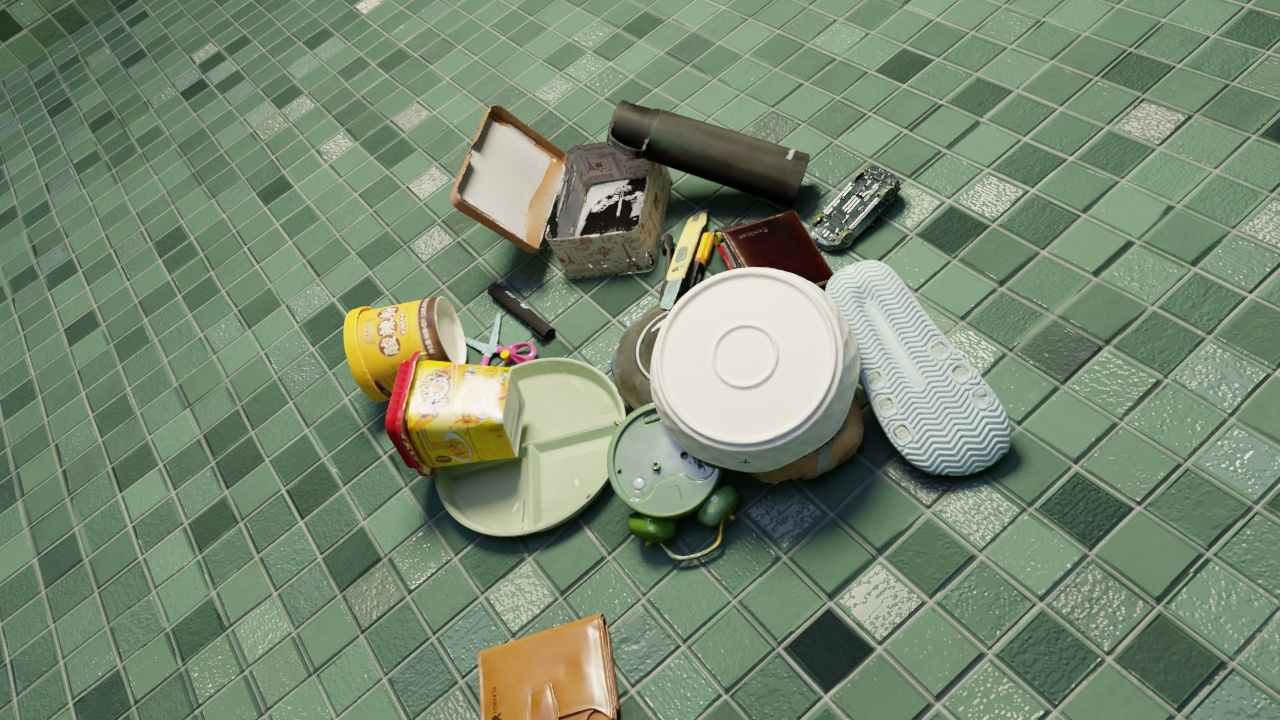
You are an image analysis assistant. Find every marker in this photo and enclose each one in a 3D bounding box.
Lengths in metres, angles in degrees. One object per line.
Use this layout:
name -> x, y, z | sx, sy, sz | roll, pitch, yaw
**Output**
marker -> -0.153, -0.062, 1.167 | 0.022, 0.020, 0.132 | -50, 53, -2
marker -> 0.070, -0.106, 1.111 | 0.015, 0.018, 0.123 | 1, 56, 28

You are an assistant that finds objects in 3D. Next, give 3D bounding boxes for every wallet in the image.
wallet -> 0.161, -0.118, 1.060 | 0.096, 0.020, 0.122 | -15, 55, -13
wallet -> -0.086, 0.308, 0.851 | 0.131, 0.035, 0.119 | -19, 44, 8

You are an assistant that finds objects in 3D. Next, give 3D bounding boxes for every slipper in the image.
slipper -> 0.262, 0.010, 0.905 | 0.104, 0.074, 0.245 | -30, 66, 6

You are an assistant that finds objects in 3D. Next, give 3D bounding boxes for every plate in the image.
plate -> -0.122, 0.096, 1.028 | 0.230, 0.027, 0.229 | -11, 51, 13
plate -> 0.103, 0.001, 0.874 | 0.205, 0.045, 0.204 | -6, 70, 16
plate -> 0.052, -0.012, 1.006 | 0.179, 0.024, 0.179 | -10, 50, 12

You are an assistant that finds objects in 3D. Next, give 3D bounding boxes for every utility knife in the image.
utility knife -> 0.053, -0.123, 1.110 | 0.031, 0.021, 0.207 | -15, 40, 30

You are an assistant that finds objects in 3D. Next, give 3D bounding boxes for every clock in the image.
clock -> 0.033, 0.118, 0.914 | 0.116, 0.056, 0.161 | -19, 69, 9

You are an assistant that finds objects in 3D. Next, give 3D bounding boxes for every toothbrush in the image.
toothbrush -> 0.034, -0.074, 1.098 | 0.026, 0.027, 0.212 | 17, 48, -20

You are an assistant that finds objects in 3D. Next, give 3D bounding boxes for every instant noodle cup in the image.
instant noodle cup -> -0.284, -0.019, 1.124 | 0.114, 0.118, 0.118 | -14, 50, 8
instant noodle cup -> -0.197, 0.059, 1.003 | 0.124, 0.116, 0.116 | -1, 53, 7

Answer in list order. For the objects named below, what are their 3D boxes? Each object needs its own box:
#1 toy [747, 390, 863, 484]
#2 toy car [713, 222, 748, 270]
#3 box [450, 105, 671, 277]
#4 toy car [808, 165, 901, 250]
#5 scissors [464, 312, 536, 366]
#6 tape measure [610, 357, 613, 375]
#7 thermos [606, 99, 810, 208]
toy -> 0.135, 0.012, 0.924 | 0.143, 0.083, 0.226 | -21, 67, -13
toy car -> 0.123, -0.120, 1.088 | 0.049, 0.031, 0.106 | -15, 55, -12
box -> -0.095, -0.215, 1.184 | 0.271, 0.133, 0.178 | 13, 56, -3
toy car -> 0.253, -0.177, 1.082 | 0.120, 0.037, 0.054 | -45, 51, -2
scissors -> -0.189, -0.006, 1.142 | 0.133, 0.017, 0.131 | 18, 66, 37
tape measure -> -0.006, 0.006, 1.051 | 0.054, 0.025, 0.058 | -19, 46, 10
thermos -> 0.079, -0.248, 1.120 | 0.242, 0.069, 0.089 | 17, 48, 4
